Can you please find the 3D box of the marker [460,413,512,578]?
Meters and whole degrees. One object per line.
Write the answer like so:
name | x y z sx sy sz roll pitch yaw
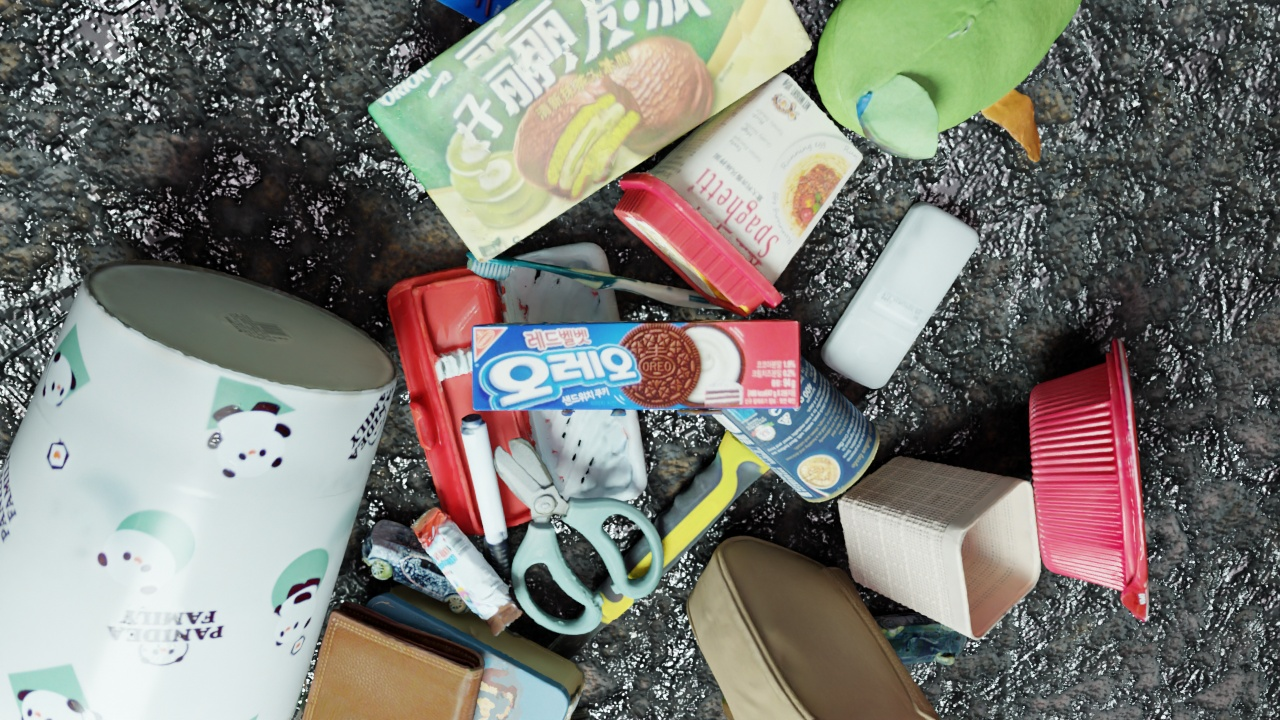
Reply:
marker | -0.109 0.098 0.650 0.022 0.018 0.131 -9 113 -1

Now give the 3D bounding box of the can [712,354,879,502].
can | 0.106 0.038 0.656 0.111 0.075 0.075 42 102 -17

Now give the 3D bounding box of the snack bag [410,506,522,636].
snack bag | -0.126 0.149 0.658 0.105 0.026 0.045 50 127 4

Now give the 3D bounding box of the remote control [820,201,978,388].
remote control | 0.185 -0.045 0.661 0.056 0.020 0.136 26 106 -14

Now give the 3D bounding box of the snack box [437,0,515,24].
snack box | -0.053 -0.233 0.570 0.157 0.026 0.085 26 107 -13

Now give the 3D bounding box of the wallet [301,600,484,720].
wallet | -0.176 0.240 0.654 0.124 0.032 0.101 18 98 10

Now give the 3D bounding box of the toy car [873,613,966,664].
toy car | 0.224 0.228 0.758 0.090 0.034 0.043 -4 108 -5

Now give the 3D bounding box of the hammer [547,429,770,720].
hammer | -0.016 0.184 0.725 0.126 0.032 0.324 39 103 -16

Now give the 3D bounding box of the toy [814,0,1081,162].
toy | 0.196 -0.220 0.548 0.246 0.090 0.227 -42 104 -13

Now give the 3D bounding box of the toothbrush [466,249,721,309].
toothbrush | -0.025 -0.051 0.625 0.191 0.016 0.018 9 112 -22

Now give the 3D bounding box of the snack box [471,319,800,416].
snack box | -0.003 0.003 0.585 0.207 0.057 0.058 -1 94 6

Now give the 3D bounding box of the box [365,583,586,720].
box | -0.139 0.237 0.690 0.184 0.059 0.090 22 95 7

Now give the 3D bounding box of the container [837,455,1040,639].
container | 0.213 0.128 0.669 0.090 0.111 0.090 -28 115 -31

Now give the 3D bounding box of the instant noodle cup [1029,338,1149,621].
instant noodle cup | 0.316 0.083 0.650 0.066 0.193 0.194 -5 113 25

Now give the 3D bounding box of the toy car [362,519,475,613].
toy car | -0.158 0.154 0.693 0.105 0.049 0.031 30 107 -15

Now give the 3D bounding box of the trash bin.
trash bin | -0.284 0.088 0.575 0.229 0.229 0.252 22 102 -12

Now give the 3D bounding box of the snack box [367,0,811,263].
snack box | -0.030 -0.171 0.547 0.240 0.063 0.114 -31 110 10

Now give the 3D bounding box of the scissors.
scissors | -0.044 0.116 0.664 0.139 0.019 0.180 -22 112 -5

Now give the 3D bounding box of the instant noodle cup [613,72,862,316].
instant noodle cup | 0.064 -0.109 0.586 0.116 0.116 0.124 41 91 -16

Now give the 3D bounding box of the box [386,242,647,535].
box | -0.084 0.024 0.660 0.157 0.038 0.201 -13 110 -10

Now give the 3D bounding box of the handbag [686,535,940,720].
handbag | 0.119 0.224 0.662 0.147 0.204 0.100 13 118 -27
